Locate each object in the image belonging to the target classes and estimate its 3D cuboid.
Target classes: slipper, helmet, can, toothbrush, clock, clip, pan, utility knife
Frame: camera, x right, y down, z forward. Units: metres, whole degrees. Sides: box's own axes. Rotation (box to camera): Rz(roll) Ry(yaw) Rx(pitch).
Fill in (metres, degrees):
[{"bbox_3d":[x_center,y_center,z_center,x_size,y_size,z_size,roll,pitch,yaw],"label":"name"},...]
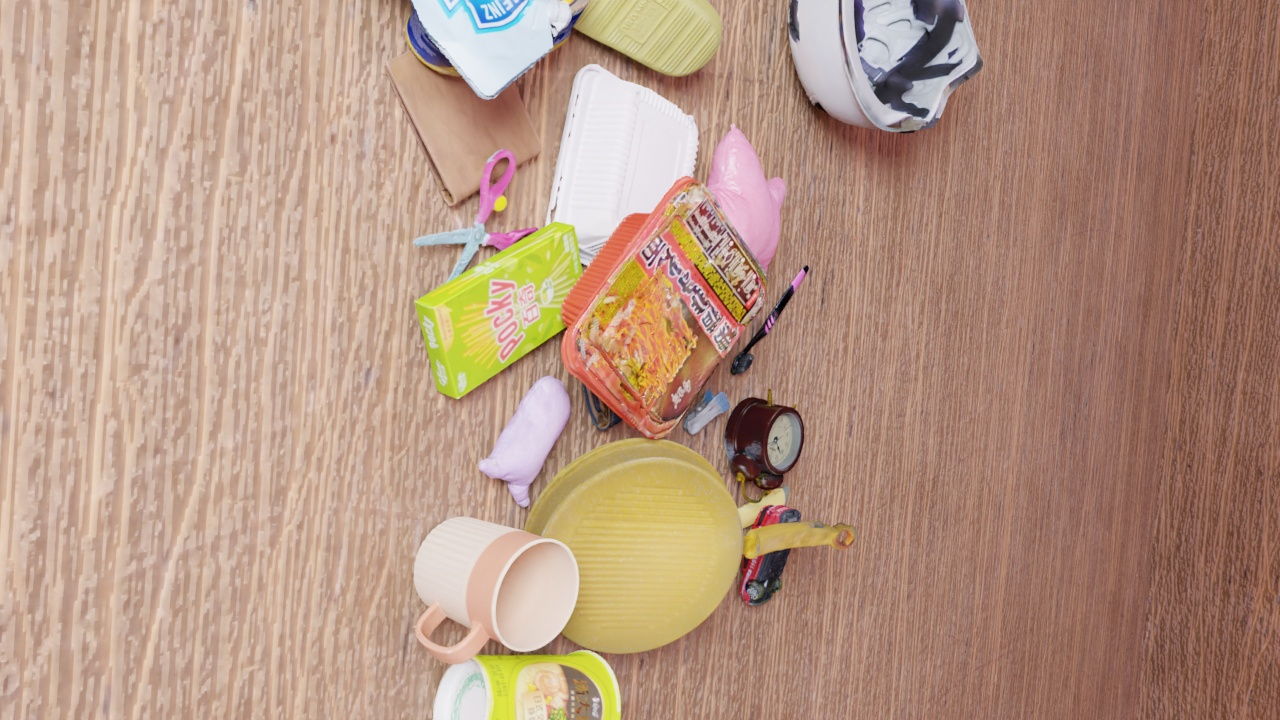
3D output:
[{"bbox_3d":[-0.012,-0.320,0.793,0.190,0.092,0.081,25,36,-36],"label":"slipper"},{"bbox_3d":[0.248,-0.366,1.009,0.258,0.146,0.229,-42,122,-26],"label":"helmet"},{"bbox_3d":[-0.104,-0.265,0.688,0.147,0.049,0.074,-31,88,-34],"label":"can"},{"bbox_3d":[0.151,-0.049,1.035,0.188,0.018,0.014,-52,126,-32],"label":"toothbrush"},{"bbox_3d":[0.133,0.096,1.003,0.082,0.055,0.121,28,75,-45],"label":"clock"},{"bbox_3d":[0.066,0.055,0.953,0.058,0.045,0.027,-38,124,-26],"label":"clip"},{"bbox_3d":[0.064,0.169,0.850,0.357,0.078,0.198,7,106,-20],"label":"pan"},{"bbox_3d":[0.114,0.172,1.017,0.187,0.020,0.031,-12,99,-52],"label":"utility knife"}]

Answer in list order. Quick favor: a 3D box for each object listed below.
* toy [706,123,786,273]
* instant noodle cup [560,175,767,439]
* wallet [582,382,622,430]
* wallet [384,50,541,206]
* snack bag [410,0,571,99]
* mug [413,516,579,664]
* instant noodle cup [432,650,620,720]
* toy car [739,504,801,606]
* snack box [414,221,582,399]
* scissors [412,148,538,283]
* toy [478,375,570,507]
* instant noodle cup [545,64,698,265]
[{"bbox_3d":[0.098,-0.146,0.918,0.194,0.075,0.179,-31,128,-52],"label":"toy"},{"bbox_3d":[0.012,-0.043,0.772,0.188,0.079,0.164,-55,135,-12],"label":"instant noodle cup"},{"bbox_3d":[-0.005,0.005,0.862,0.115,0.033,0.090,-25,115,-44],"label":"wallet"},{"bbox_3d":[-0.134,-0.193,0.710,0.101,0.020,0.115,-41,120,-36],"label":"wallet"},{"bbox_3d":[-0.136,-0.272,0.621,0.191,0.039,0.110,44,49,-6],"label":"snack bag"},{"bbox_3d":[-0.122,0.178,0.700,0.114,0.106,0.082,-48,126,-33],"label":"mug"},{"bbox_3d":[-0.097,0.288,0.746,0.123,0.112,0.111,22,78,-39],"label":"instant noodle cup"},{"bbox_3d":[0.143,0.218,1.033,0.052,0.045,0.120,3,106,-49],"label":"toy car"},{"bbox_3d":[-0.106,-0.043,0.738,0.156,0.026,0.086,-37,133,-38],"label":"snack box"},{"bbox_3d":[-0.123,-0.099,0.726,0.133,0.017,0.131,-63,148,-5],"label":"scissors"},{"bbox_3d":[-0.090,0.064,0.772,0.107,0.039,0.084,-64,151,-25],"label":"toy"},{"bbox_3d":[-0.006,-0.165,0.821,0.137,0.060,0.173,16,81,-47],"label":"instant noodle cup"}]
